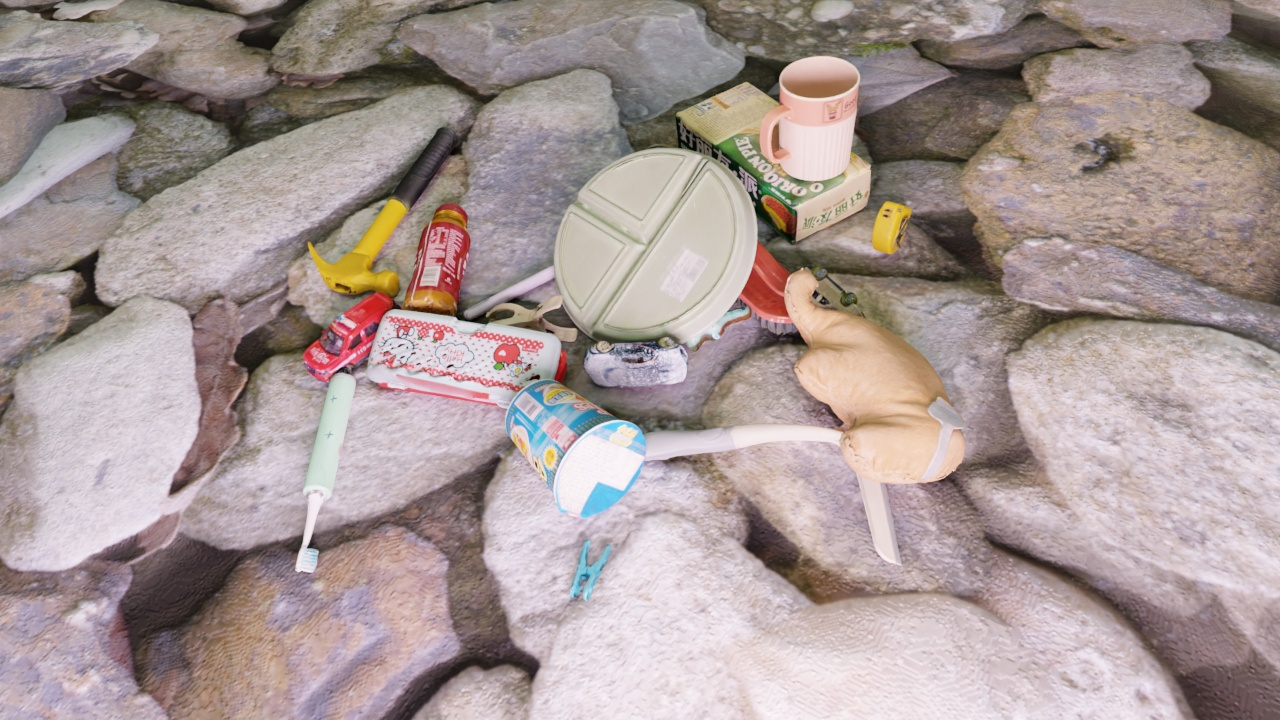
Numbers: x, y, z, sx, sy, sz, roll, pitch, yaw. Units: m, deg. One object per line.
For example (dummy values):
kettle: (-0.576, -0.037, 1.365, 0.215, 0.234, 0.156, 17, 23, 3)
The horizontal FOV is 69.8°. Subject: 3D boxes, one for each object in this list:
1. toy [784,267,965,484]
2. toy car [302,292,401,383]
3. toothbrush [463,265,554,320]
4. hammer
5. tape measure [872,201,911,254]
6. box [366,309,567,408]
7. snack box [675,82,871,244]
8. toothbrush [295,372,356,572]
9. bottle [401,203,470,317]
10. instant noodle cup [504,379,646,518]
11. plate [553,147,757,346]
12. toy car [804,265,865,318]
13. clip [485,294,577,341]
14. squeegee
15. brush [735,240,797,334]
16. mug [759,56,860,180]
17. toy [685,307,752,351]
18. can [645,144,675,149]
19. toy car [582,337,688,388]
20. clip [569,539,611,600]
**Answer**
toy: (0.203, 0.013, 0.825, 0.143, 0.083, 0.225, 4, 47, -36)
toy car: (-0.306, -0.026, 0.979, 0.053, 0.045, 0.120, 27, 59, 30)
toothbrush: (-0.111, -0.089, 1.027, 0.189, 0.021, 0.029, -27, 12, -14)
hammer: (-0.301, -0.191, 1.136, 0.129, 0.033, 0.299, 10, 50, 15)
tape measure: (0.275, -0.144, 0.996, 0.029, 0.057, 0.059, 21, 14, 27)
box: (-0.178, 0.000, 0.922, 0.201, 0.068, 0.090, 9, 51, 15)
snack box: (0.153, -0.242, 1.099, 0.114, 0.063, 0.240, -29, 51, -17)
toothbrush: (-0.302, 0.101, 0.874, 0.027, 0.027, 0.224, 10, 46, -13)
bottle: (-0.225, -0.108, 1.032, 0.057, 0.057, 0.174, -3, 48, 5)
instant noodle cup: (-0.067, 0.071, 0.830, 0.099, 0.099, 0.110, -34, 45, -21)
plate: (0.008, -0.122, 0.960, 0.231, 0.027, 0.230, -7, 73, 22)
toy car: (0.197, -0.061, 0.943, 0.035, 0.042, 0.090, -41, 47, 0)
clip: (-0.119, -0.038, 0.972, 0.098, 0.064, 0.034, -5, 46, 13)
squeegee: (0.095, 0.073, 0.837, 0.247, 0.039, 0.245, -3, 48, 6)
brush: (0.122, -0.088, 0.958, 0.063, 0.069, 0.146, -27, 50, -15)
mug: (0.178, -0.253, 0.988, 0.114, 0.106, 0.081, -30, 52, -19)
toy: (0.067, -0.049, 0.955, 0.096, 0.030, 0.091, -18, 49, 14)
can: (0.009, -0.187, 1.060, 0.075, 0.075, 0.110, 17, 53, 21)
toy car: (-0.005, 0.005, 0.906, 0.105, 0.049, 0.031, -2, 45, 7)
clip: (-0.044, 0.178, 0.779, 0.041, 0.014, 0.056, 10, 49, 17)
